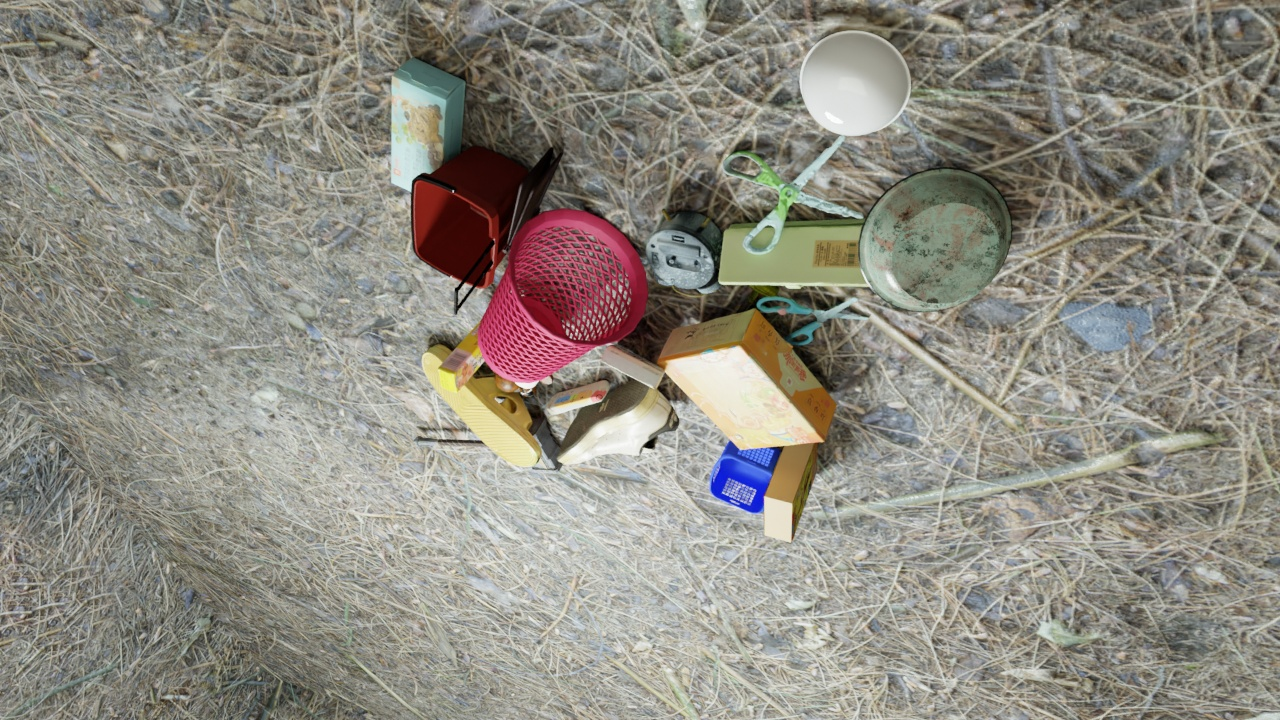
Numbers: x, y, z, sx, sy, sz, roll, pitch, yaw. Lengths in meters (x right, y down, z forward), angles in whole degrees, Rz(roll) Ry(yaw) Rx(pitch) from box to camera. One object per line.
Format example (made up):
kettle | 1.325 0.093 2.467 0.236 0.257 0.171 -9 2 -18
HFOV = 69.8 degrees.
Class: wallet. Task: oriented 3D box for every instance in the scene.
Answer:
wallet | -0.134 -0.196 1.133 0.018 0.091 0.116 29 140 0

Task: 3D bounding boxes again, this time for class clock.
clock | 0.056 -0.124 1.122 0.090 0.052 0.130 14 137 18

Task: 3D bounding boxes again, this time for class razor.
razor | 0.134 -0.069 1.159 0.042 0.026 0.106 30 145 -3

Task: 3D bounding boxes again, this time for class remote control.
remote control | -0.096 0.058 1.416 0.126 0.038 0.018 -17 122 42

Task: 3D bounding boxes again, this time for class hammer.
hammer | -0.284 0.147 1.618 0.323 0.044 0.098 -2 131 32

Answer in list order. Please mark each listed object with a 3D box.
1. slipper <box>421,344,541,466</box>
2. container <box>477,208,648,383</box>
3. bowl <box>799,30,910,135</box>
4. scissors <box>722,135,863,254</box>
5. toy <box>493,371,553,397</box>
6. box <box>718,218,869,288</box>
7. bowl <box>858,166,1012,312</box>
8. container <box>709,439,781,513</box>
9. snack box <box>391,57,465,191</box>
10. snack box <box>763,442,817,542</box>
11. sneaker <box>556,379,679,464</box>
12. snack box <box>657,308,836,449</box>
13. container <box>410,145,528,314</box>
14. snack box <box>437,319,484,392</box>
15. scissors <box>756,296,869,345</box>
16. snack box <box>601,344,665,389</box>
slipper | -0.246 0.067 1.492 0.263 0.078 0.100 43 139 12
container | -0.122 -0.065 1.214 0.183 0.182 0.226 38 147 -9
bowl | 0.204 -0.261 0.898 0.110 0.040 0.110 17 139 15
scissors | 0.162 -0.177 1.000 0.171 0.023 0.169 28 118 26
toy | -0.180 0.015 1.410 0.113 0.067 0.087 -25 117 35
box | 0.186 -0.125 1.046 0.188 0.089 0.078 3 114 32
bowl | 0.305 -0.114 0.936 0.157 0.038 0.158 0 117 0
container | 0.159 0.164 1.357 0.096 0.058 0.114 23 140 9
snack box | -0.269 -0.284 1.153 0.075 0.053 0.175 26 139 6
snack box | 0.211 0.175 1.284 0.040 0.125 0.088 13 137 20
sneaker | -0.031 0.110 1.405 0.102 0.088 0.242 35 138 -21
snack box | 0.143 0.024 1.196 0.145 0.080 0.195 -12 131 46
container | -0.227 -0.158 1.139 0.127 0.200 0.148 27 140 9
snack box | -0.242 -0.017 1.341 0.029 0.147 0.040 20 139 17
scissors | 0.210 -0.047 1.130 0.136 0.015 0.126 10 149 11
snack box | -0.007 0.007 1.249 0.082 0.026 0.150 27 -177 1
